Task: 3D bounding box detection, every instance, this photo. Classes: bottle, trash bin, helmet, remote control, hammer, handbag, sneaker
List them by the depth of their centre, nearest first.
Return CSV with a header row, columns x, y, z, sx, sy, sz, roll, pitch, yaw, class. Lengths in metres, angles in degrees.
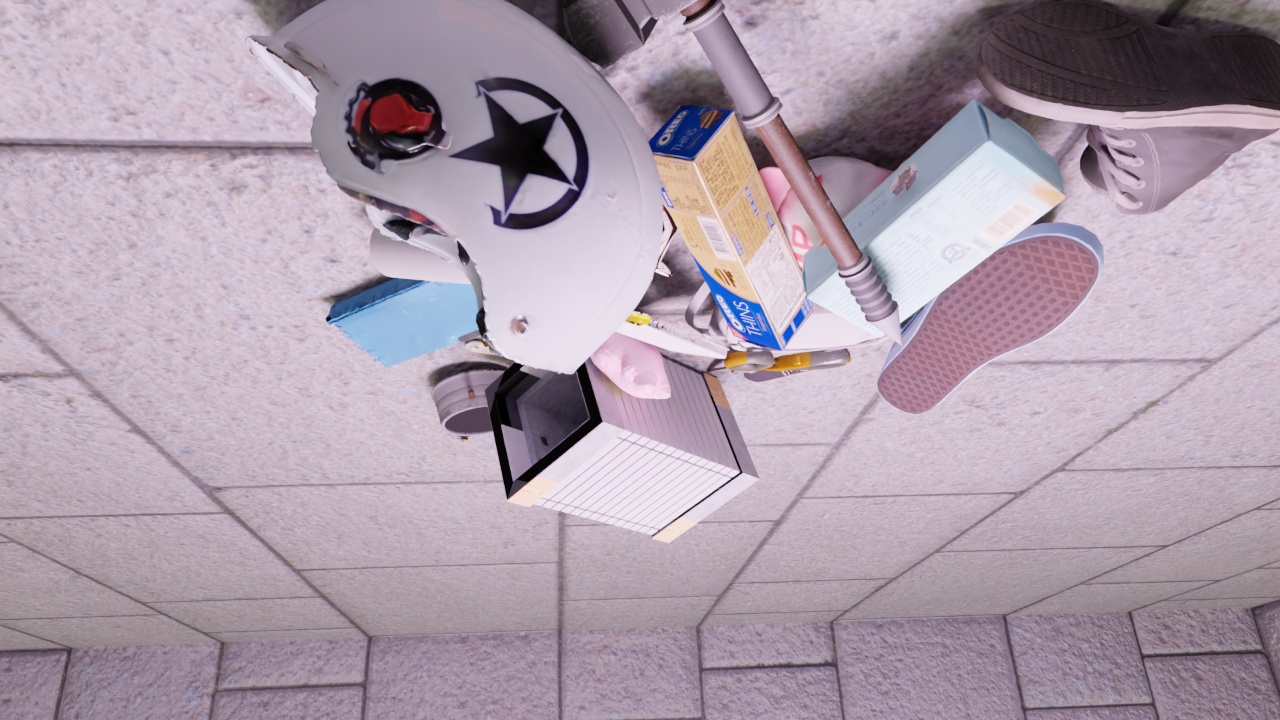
x,y,z,sx,sy,sz,roll,pitch,yaw,class
-0.092,-0.125,0.555,0.163,0.264,0.237,-43,-176,-7,helmet
0.096,-0.126,0.583,0.156,0.042,0.322,-20,122,32,hammer
0.321,-0.168,0.633,0.234,0.095,0.120,-3,155,-17,sneaker
-0.124,-0.085,0.717,0.195,0.052,0.052,7,162,31,bottle
0.280,-0.050,0.748,0.083,0.098,0.242,37,146,3,sneaker
0.150,-0.048,0.905,0.216,0.095,0.223,-1,167,1,handbag
-0.018,0.081,1.001,0.143,0.142,0.246,-40,138,26,trash bin
0.180,0.005,1.062,0.125,0.009,0.046,-13,152,20,remote control

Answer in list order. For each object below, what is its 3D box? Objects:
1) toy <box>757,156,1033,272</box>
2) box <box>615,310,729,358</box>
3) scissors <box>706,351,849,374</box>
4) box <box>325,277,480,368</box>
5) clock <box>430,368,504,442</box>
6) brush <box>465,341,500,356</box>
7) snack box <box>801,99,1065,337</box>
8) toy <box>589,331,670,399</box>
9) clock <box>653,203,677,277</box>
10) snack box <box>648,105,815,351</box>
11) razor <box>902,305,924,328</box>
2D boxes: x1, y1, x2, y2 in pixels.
x,y,z,sx,sy,sz,roll,pitch,yaw,class
0.198,-0.119,0.722,0.213,0.084,0.142,-12,152,14,toy
-0.007,-0.037,0.816,0.130,0.039,0.209,24,-178,26,box
0.113,0.005,0.968,0.161,0.016,0.226,1,175,-29,scissors
-0.182,-0.053,0.860,0.232,0.048,0.093,-17,150,27,box
-0.195,0.054,1.070,0.103,0.056,0.148,5,150,-36,clock
-0.089,0.001,1.024,0.217,0.012,0.033,11,152,-24,brush
0.198,-0.093,0.643,0.075,0.053,0.175,25,133,-23,snack box
-0.005,0.005,0.894,0.050,0.093,0.102,-50,141,14,toy
-0.046,-0.117,0.723,0.155,0.065,0.115,21,161,17,clock
0.071,-0.095,0.703,0.057,0.056,0.207,19,153,41,snack box
0.317,-0.069,0.889,0.143,0.047,0.052,-22,124,29,razor
